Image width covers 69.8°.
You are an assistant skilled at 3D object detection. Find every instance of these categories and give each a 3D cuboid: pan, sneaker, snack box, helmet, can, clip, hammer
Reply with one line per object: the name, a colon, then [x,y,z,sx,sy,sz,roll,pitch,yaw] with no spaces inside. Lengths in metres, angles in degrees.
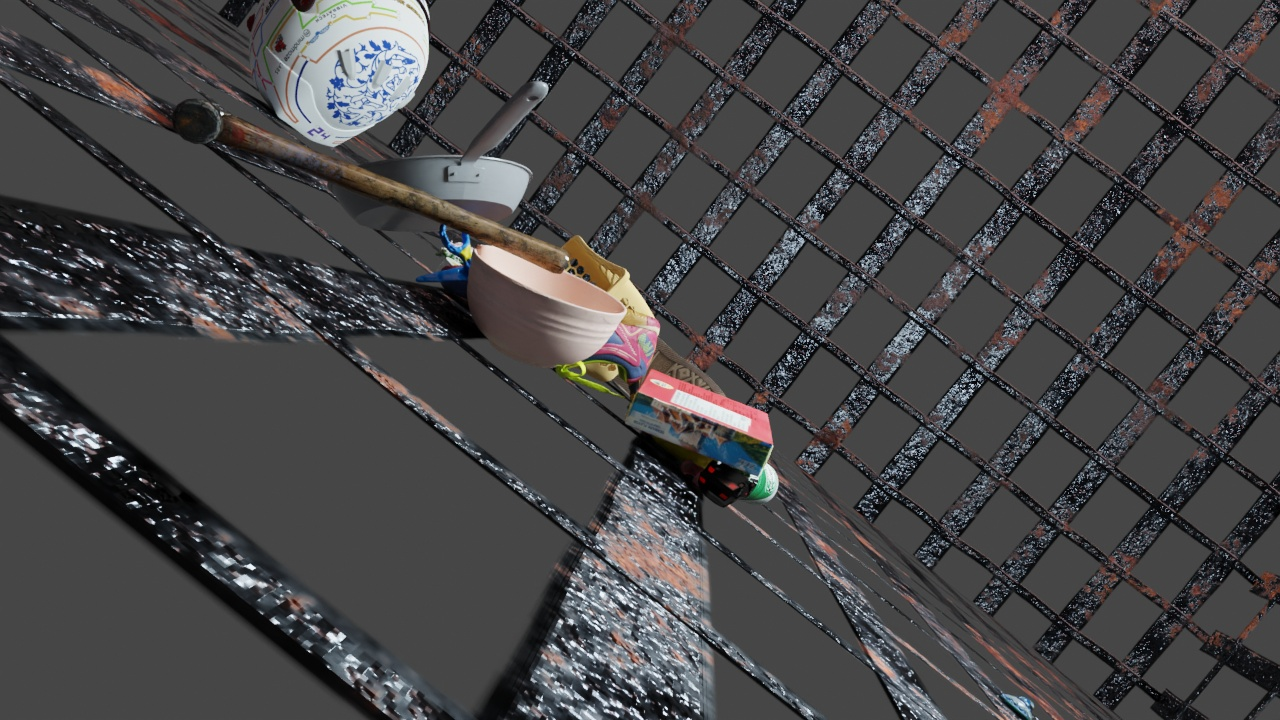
pan: [-0.168,-0.176,0.855,0.200,0.051,0.357,-5,-2,-32]
sneaker: [-0.098,-0.034,0.962,0.241,0.091,0.116,17,4,-16]
snack box: [0.063,0.061,0.960,0.145,0.040,0.142,21,11,3]
helmet: [-0.431,-0.475,1.363,0.236,0.315,0.231,52,12,22]
can: [0.126,0.138,1.066,0.053,0.053,0.101,40,4,26]
sneaker: [0.037,0.047,1.216,0.245,0.091,0.097,37,-11,40]
clip: [0.068,0.122,0.952,0.060,0.023,0.045,34,9,-29]
hammer: [-0.216,-0.145,0.786,0.330,0.033,0.120,20,10,-22]

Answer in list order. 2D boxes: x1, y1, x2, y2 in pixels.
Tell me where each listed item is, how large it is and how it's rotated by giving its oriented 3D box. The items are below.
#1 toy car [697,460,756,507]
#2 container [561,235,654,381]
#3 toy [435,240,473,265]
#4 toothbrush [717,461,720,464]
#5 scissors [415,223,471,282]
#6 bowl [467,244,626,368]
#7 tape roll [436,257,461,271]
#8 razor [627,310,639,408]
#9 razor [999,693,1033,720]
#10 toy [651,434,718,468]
toy car: [0.085,0.126,0.920,0.042,0.036,0.091,37,7,20]
container: [-0.086,-0.078,1.119,0.167,0.129,0.183,47,-2,-32]
toy: [-0.216,-0.123,1.167,0.095,0.041,0.109,35,-2,-20]
toothbrush: [0.100,0.132,1.186,0.018,0.019,0.188,53,7,16]
scissors: [-0.158,-0.087,0.889,0.130,0.014,0.125,-2,70,-29]
bowl: [-0.094,-0.041,0.833,0.153,0.076,0.153,22,13,-6]
tape roll: [-0.187,-0.081,1.039,0.094,0.019,0.094,38,3,-3]
razor: [-0.006,0.006,1.068,0.044,0.021,0.144,42,-38,49]
razor: [0.481,0.431,1.153,0.044,0.018,0.141,39,3,32]
toy: [0.048,0.089,1.022,0.094,0.041,0.095,33,7,14]
